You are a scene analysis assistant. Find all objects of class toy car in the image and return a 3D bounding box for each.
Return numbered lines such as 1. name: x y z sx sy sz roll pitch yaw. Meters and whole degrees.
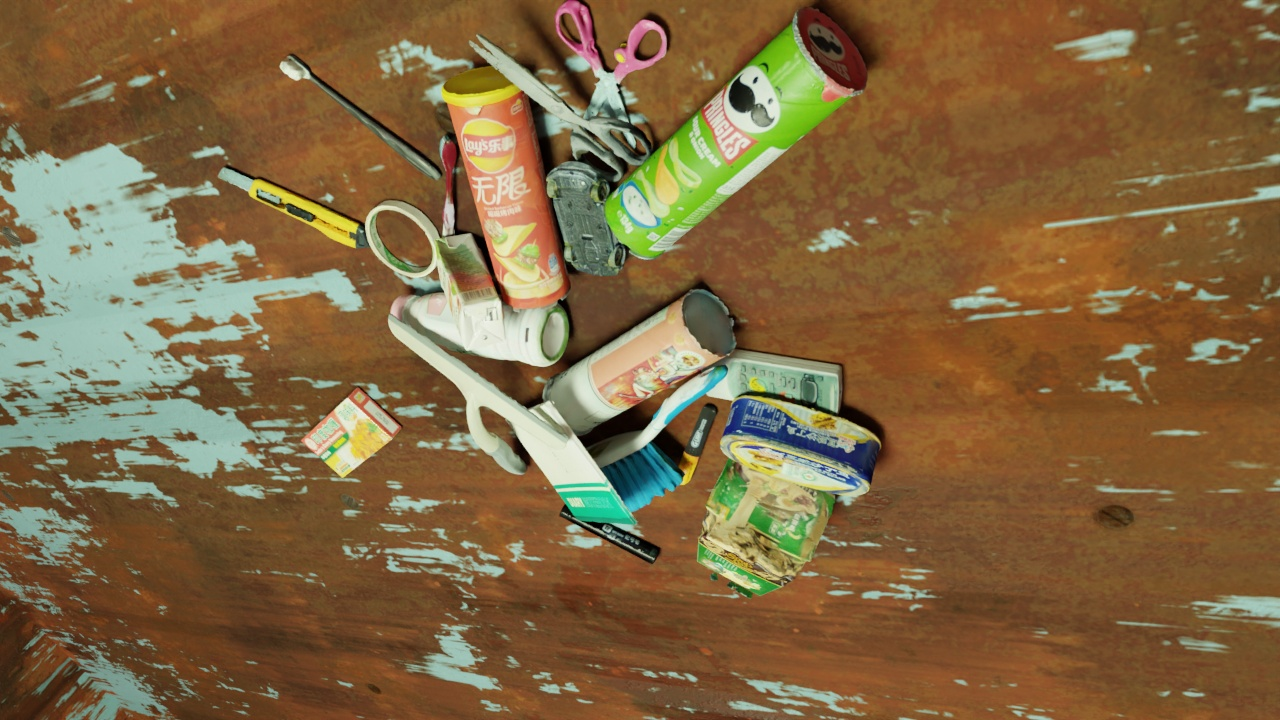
1. toy car: -0.046 -0.127 0.827 0.054 0.036 0.121 10 140 24

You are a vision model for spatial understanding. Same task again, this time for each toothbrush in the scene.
1. toothbrush: -0.266 -0.230 0.876 0.181 0.018 0.016 37 132 -7
2. toothbrush: -0.193 -0.142 0.912 0.017 0.016 0.188 55 149 33

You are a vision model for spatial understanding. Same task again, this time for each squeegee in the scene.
1. squeegee: -0.164 0.083 1.010 0.246 0.039 0.247 33 160 21

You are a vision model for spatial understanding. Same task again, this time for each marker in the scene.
1. marker: -0.039 0.214 1.132 0.132 0.020 0.022 25 152 8
2. marker: 0.058 0.091 0.978 0.018 0.015 0.124 21 133 4

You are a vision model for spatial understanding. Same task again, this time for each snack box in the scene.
1. snack box: -0.383 0.097 1.209 0.077 0.026 0.156 46 134 -12
2. snack box: 0.119 0.178 0.964 0.118 0.117 0.106 28 147 7

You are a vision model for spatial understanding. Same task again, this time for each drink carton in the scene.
1. drink carton: -0.165 -0.070 0.893 0.045 0.122 0.054 -13 133 -16

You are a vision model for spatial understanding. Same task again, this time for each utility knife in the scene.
1. utility knife: -0.375 -0.165 0.989 0.197 0.015 0.033 24 132 8

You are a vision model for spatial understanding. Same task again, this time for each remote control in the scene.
1. remote control: 0.124 0.020 0.878 0.135 0.019 0.056 10 131 21

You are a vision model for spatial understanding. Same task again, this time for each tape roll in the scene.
1. tape roll: -0.246 -0.126 0.954 0.086 0.013 0.086 15 133 17

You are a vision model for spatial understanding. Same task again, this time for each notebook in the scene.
1. notebook: -0.079 0.113 0.982 0.150 0.012 0.209 55 160 -4

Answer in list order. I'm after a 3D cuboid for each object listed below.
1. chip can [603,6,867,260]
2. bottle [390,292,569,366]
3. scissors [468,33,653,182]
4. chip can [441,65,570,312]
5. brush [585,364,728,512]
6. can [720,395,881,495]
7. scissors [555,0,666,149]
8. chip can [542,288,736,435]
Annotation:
1. chip can: 0.064 -0.165 0.715 0.072 0.072 0.237 43 135 -11
2. bottle: -0.173 -0.039 0.955 0.197 0.068 0.068 9 131 25
3. scissors: -0.071 -0.201 0.754 0.173 0.014 0.141 12 150 -4
4. chip can: -0.115 -0.150 0.825 0.073 0.073 0.217 8 132 23
5. brush: 0.012 0.090 0.956 0.315 0.060 0.109 -25 107 49
6. can: 0.152 0.082 0.879 0.148 0.049 0.075 17 151 9
7. scissors: -0.032 -0.235 0.748 0.124 0.017 0.134 34 139 -7
8. chip can: -0.005 0.005 0.899 0.071 0.071 0.215 46 133 -14
